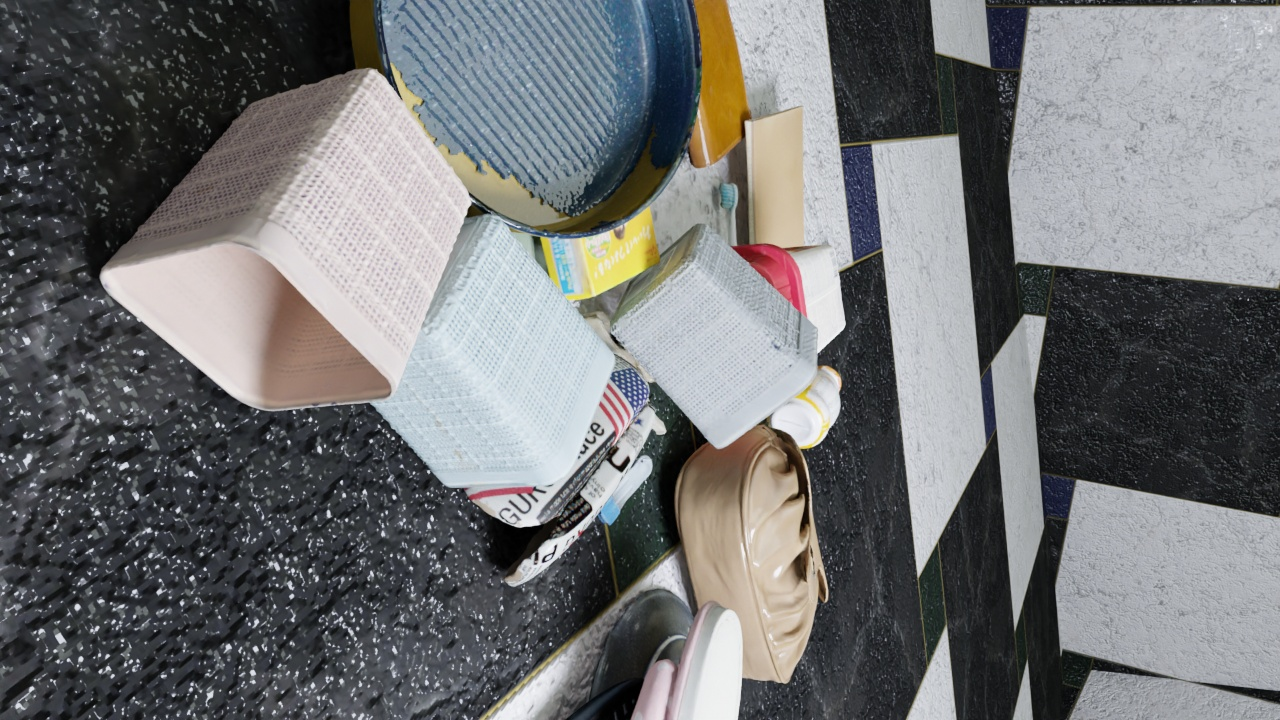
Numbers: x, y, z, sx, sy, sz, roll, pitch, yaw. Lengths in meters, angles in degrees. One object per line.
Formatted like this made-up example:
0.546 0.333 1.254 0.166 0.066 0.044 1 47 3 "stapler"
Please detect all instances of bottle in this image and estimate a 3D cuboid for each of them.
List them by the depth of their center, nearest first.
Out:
0.169 0.042 0.914 0.108 0.063 0.063 -40 121 -54 "bottle"

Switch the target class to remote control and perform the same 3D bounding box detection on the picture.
-0.040 0.243 0.566 0.136 0.024 0.053 -25 118 -47 "remote control"

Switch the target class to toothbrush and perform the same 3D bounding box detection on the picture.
0.083 -0.046 0.810 0.027 0.027 0.224 2 86 -36 "toothbrush"

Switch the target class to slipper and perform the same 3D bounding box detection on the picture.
0.008 0.286 0.577 0.114 0.054 0.274 39 63 -61 "slipper"

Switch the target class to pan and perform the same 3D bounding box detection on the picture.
-0.085 -0.209 0.413 0.357 0.078 0.197 47 64 -33 "pan"

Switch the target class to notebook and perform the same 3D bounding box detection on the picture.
0.136 -0.133 0.896 0.149 0.012 0.212 -36 127 -56 "notebook"

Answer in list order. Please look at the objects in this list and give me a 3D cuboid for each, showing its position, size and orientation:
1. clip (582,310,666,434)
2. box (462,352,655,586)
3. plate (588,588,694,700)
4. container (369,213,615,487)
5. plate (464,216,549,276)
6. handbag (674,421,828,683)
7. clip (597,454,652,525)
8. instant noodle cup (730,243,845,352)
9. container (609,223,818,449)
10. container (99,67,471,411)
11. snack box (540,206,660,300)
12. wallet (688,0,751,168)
-0.003 0.003 0.653 0.098 0.035 0.099 -32 107 -51 "clip"
-0.050 0.057 0.566 0.085 0.075 0.161 46 42 -2 "box"
0.015 0.259 0.670 0.179 0.024 0.179 10 78 -59 "plate"
-0.084 -0.005 0.458 0.111 0.090 0.090 55 42 -39 "container"
-0.076 -0.149 0.545 0.229 0.028 0.230 9 79 -60 "plate"
0.099 0.156 0.748 0.147 0.100 0.205 -52 135 -52 "handbag"
-0.016 0.087 0.642 0.056 0.028 0.024 -54 131 -35 "clip"
0.101 -0.042 0.739 0.124 0.117 0.117 -25 109 -48 "instant noodle cup"
0.048 -0.021 0.620 0.114 0.090 0.090 44 26 -13 "container"
-0.135 -0.052 0.377 0.090 0.090 0.110 55 39 -42 "container"
-0.033 -0.115 0.557 0.086 0.034 0.140 -33 118 -55 "snack box"
0.062 -0.246 0.784 0.118 0.035 0.131 -53 135 -51 "wallet"
